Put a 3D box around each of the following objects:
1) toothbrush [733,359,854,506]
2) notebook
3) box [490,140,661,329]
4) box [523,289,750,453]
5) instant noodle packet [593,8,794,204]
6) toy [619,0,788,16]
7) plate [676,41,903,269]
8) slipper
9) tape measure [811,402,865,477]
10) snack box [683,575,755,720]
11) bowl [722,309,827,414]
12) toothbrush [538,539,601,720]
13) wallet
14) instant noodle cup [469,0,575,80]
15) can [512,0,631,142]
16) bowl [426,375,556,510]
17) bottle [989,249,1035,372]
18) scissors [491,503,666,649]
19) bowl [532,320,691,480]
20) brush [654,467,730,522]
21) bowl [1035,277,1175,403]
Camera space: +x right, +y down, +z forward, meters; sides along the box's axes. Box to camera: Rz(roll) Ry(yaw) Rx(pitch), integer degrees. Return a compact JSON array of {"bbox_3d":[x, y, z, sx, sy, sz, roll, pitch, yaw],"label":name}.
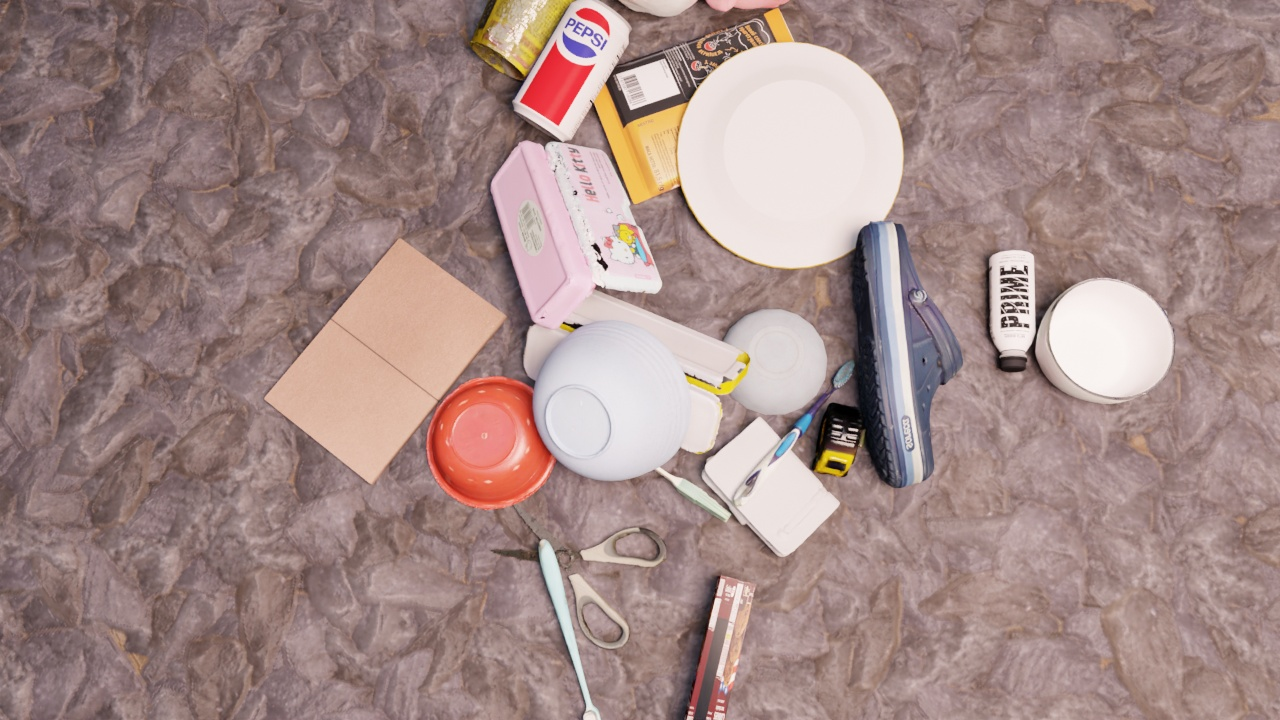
[{"bbox_3d":[0.146,0.066,0.858,0.016,0.017,0.188,38,69,14],"label":"toothbrush"},{"bbox_3d":[-0.252,-0.002,0.913,0.141,0.008,0.209,36,80,10],"label":"notebook"},{"bbox_3d":[-0.064,-0.125,0.899,0.101,0.103,0.201,-46,50,33],"label":"box"},{"bbox_3d":[-0.006,0.006,0.877,0.210,0.080,0.083,24,36,20],"label":"box"},{"bbox_3d":[0.070,-0.266,0.951,0.221,0.032,0.159,-19,74,-2],"label":"instant noodle packet"},{"bbox_3d":[0.056,-0.412,0.958,0.213,0.084,0.141,-3,55,-3],"label":"toy"},{"bbox_3d":[0.152,-0.207,0.915,0.230,0.021,0.229,0,89,-2],"label":"plate"},{"bbox_3d":[0.249,-0.012,0.846,0.095,0.105,0.252,-3,76,2],"label":"slipper"},{"bbox_3d":[0.186,0.071,0.851,0.038,0.063,0.067,13,76,5],"label":"tape measure"},{"bbox_3d":[0.069,0.265,0.815,0.032,0.051,0.140,14,77,5],"label":"snack box"},{"bbox_3d":[0.129,-0.003,0.882,0.106,0.039,0.106,-1,77,2],"label":"bowl"},{"bbox_3d":[-0.065,0.251,0.835,0.016,0.016,0.180,-18,80,8],"label":"toothbrush"},{"bbox_3d":[0.121,0.120,0.861,0.086,0.032,0.116,-35,75,-17],"label":"wallet"},{"bbox_3d":[-0.120,-0.356,0.954,0.102,0.102,0.108,30,88,9],"label":"instant noodle cup"},{"bbox_3d":[-0.069,-0.294,0.929,0.070,0.070,0.132,33,95,9],"label":"can"},{"bbox_3d":[-0.144,0.074,0.872,0.130,0.045,0.130,-1,77,2],"label":"bowl"},{"bbox_3d":[0.358,-0.046,0.883,0.041,0.041,0.116,4,77,3],"label":"bottle"},{"bbox_3d":[-0.051,0.193,0.856,0.169,0.012,0.157,-20,78,2],"label":"scissors"},{"bbox_3d":[-0.037,0.044,0.815,0.151,0.074,0.151,7,107,23],"label":"bowl"},{"bbox_3d":[-0.006,0.087,0.872,0.218,0.033,0.012,34,80,11],"label":"brush"},{"bbox_3d":[0.426,-0.013,0.859,0.116,0.066,0.116,0,76,2],"label":"bowl"}]
